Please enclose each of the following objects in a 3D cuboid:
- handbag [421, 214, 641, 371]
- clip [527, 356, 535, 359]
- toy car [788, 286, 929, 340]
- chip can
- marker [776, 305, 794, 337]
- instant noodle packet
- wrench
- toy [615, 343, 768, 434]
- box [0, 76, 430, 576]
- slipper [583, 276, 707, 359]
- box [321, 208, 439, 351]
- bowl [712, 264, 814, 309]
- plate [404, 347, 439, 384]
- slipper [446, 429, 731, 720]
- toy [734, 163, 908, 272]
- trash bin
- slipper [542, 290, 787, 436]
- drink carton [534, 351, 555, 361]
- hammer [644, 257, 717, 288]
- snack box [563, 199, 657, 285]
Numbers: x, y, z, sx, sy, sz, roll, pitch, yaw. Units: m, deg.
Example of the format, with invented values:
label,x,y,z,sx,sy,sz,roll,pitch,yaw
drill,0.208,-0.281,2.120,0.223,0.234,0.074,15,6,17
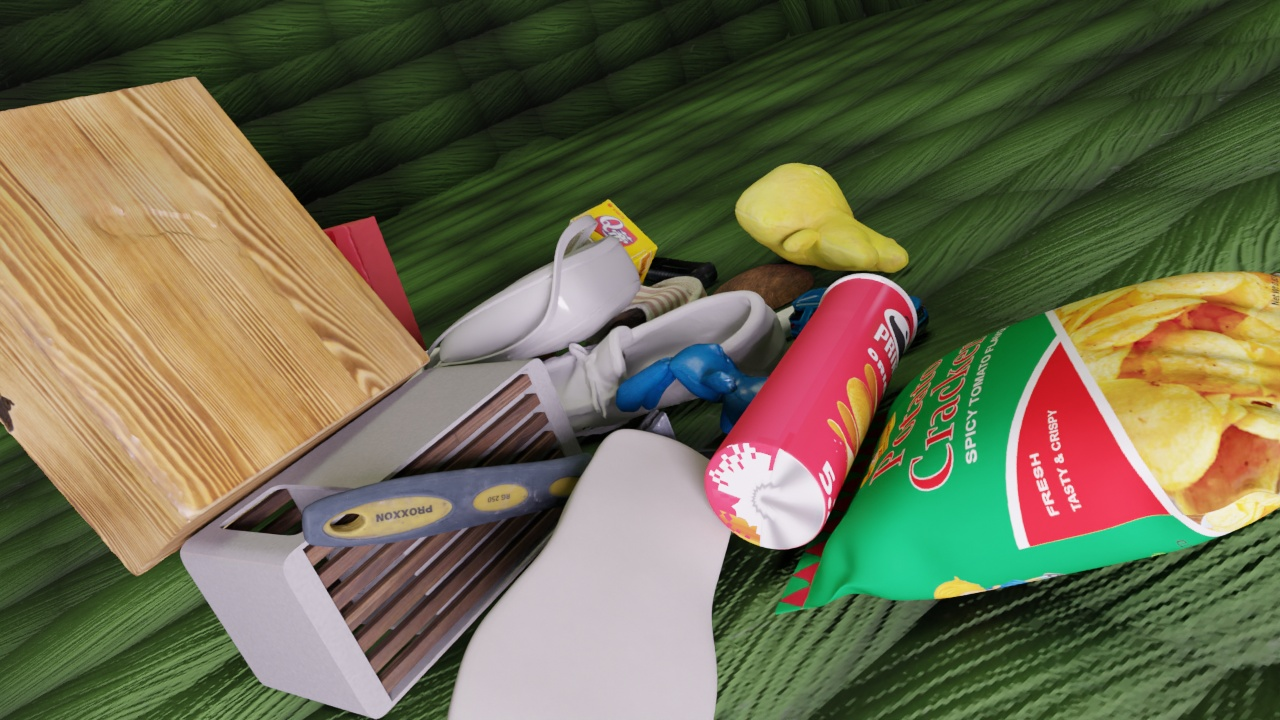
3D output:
label,x,y,z,sx,sy,sz,roll,pitch,yaw
handbag,-0.124,-0.039,0.843,0.223,0.095,0.215,-24,8,24
clip,-0.115,0.031,0.889,0.058,0.052,0.101,-43,6,35
toy car,0.171,-0.035,0.739,0.056,0.043,0.120,-34,24,-31
chip can,0.111,0.021,0.559,0.069,0.069,0.219,-8,23,33
marker,0.129,-0.035,0.805,0.133,0.027,0.023,-25,47,-9
instant noodle packet,0.199,0.036,0.450,0.253,0.090,0.195,-26,12,38
wrench,-0.058,0.076,0.547,0.272,0.073,0.022,-6,12,-29
toy,0.066,0.026,0.650,0.176,0.071,0.112,15,17,33
box,-0.379,0.004,0.709,0.336,0.279,0.285,-38,3,37
slipper,-0.021,-0.030,0.908,0.115,0.052,0.262,-6,26,34
box,-0.319,-0.056,1.056,0.165,0.214,0.152,-9,18,28
bowl,0.116,-0.075,0.922,0.114,0.026,0.102,-25,20,-9
plate,-0.226,0.037,0.917,0.135,0.011,0.134,-17,46,19
slipper,-0.020,0.136,0.463,0.113,0.081,0.265,26,32,-2
toy,0.175,-0.134,0.906,0.133,0.092,0.207,4,30,-33
trash bin,-0.154,0.104,0.611,0.115,0.114,0.228,-4,26,38
slipper,-0.005,0.004,0.758,0.247,0.075,0.112,-17,33,13
drink carton,-0.157,-0.006,0.987,0.125,0.048,0.076,-23,20,-3
hammer,-0.008,-0.117,1.147,0.130,0.032,0.319,-30,22,-23
snack box,-0.041,-0.108,1.015,0.061,0.083,0.106,-34,-17,-33
